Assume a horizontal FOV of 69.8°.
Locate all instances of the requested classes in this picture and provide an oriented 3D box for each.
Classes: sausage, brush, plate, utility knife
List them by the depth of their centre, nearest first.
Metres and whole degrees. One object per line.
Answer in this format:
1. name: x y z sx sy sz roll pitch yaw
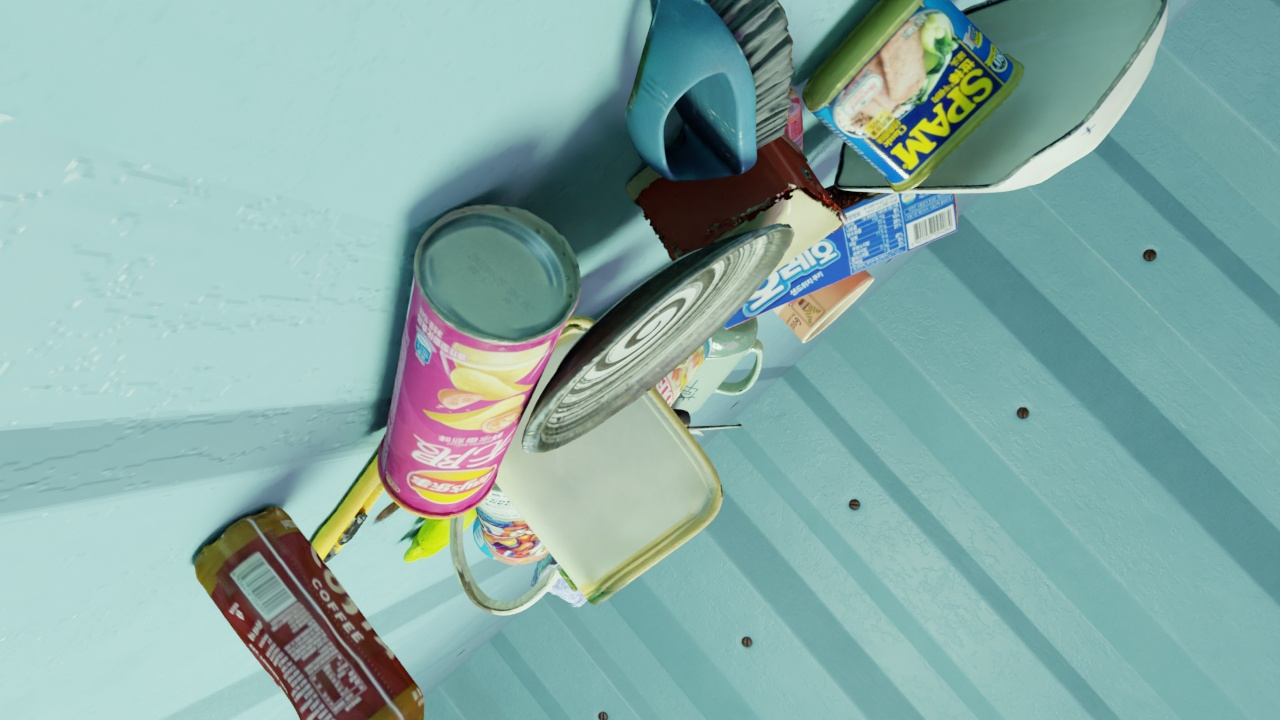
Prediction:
1. brush: 0.027 -0.114 0.401 0.073 0.055 0.144 -43 170 0
2. plate: 0.005 -0.015 0.481 0.179 0.024 0.179 -39 170 -8
3. plate: 0.224 -0.168 0.594 0.162 0.034 0.266 -56 -161 -2
4. utility knife: -0.185 0.094 0.606 0.168 0.015 0.033 -48 170 34
5. sausage: 0.099 -0.151 0.613 0.020 0.020 0.156 -42 170 4

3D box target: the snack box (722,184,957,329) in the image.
1. snack box: 0.137 -0.092 0.697 0.207 0.057 0.058 -23 -151 -9

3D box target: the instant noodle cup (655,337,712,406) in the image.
1. instant noodle cup: -0.004 0.004 0.705 0.109 0.099 0.099 -45 173 -27

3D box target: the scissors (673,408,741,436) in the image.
1. scissors: 0.028 0.063 0.827 0.226 0.021 0.198 -3 170 -27

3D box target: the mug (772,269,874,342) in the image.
1. mug: 0.143 -0.088 0.794 0.081 0.106 0.115 -35 168 -32

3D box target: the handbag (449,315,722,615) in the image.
1. handbag: -0.057 0.078 0.605 0.178 0.163 0.063 -37 -178 -3

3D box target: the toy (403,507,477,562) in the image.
1. toy: -0.174 0.147 0.827 0.096 0.031 0.100 -40 174 -26

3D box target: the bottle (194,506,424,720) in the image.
1. bottle: -0.170 0.163 0.500 0.057 0.175 0.057 -39 170 -9

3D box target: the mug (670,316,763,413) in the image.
1. mug: 0.059 -0.010 0.812 0.107 0.111 0.082 -53 -160 39

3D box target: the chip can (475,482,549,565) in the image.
1. chip can: -0.100 0.104 0.732 0.071 0.071 0.215 -38 162 -20

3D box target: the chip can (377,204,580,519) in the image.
1. chip can: -0.088 0.013 0.461 0.071 0.071 0.211 -35 168 -32

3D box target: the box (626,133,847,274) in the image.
1. box: 0.068 -0.087 0.560 0.091 0.077 0.168 -34 170 19

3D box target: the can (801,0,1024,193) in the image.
1. can: 0.162 -0.168 0.557 0.102 0.083 0.057 -46 -158 25

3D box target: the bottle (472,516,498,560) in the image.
1. bottle: -0.109 0.130 0.901 0.065 0.065 0.219 -33 166 -39

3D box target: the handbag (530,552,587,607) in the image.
1. handbag: -0.045 0.145 0.940 0.134 0.075 0.193 124 -16 -48
